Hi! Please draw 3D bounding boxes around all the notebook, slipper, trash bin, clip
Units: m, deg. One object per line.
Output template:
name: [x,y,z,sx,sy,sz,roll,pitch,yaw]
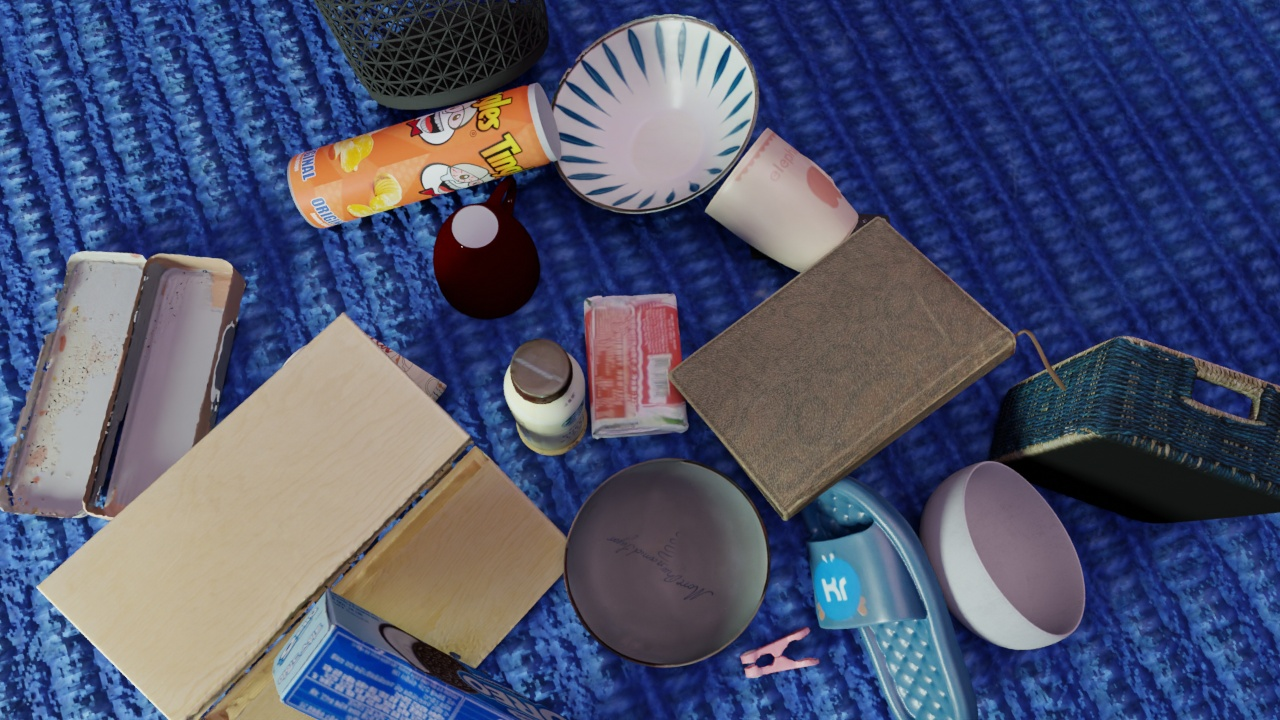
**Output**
notebook: [0.158,0.013,0.668,0.215,0.034,0.190,-36,61,-5]
slipper: [0.171,0.179,0.657,0.059,0.104,0.213,-18,79,-31]
trash bin: [-0.180,-0.342,0.699,0.217,0.243,0.216,-9,43,8]
clip: [0.102,0.217,0.688,0.057,0.022,0.035,-15,78,-5]

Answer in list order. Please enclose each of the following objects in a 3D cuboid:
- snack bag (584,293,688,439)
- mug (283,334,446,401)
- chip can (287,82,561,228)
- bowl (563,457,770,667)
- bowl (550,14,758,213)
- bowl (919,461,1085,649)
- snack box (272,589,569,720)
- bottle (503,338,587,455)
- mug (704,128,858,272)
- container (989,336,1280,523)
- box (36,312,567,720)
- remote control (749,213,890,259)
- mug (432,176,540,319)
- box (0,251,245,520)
snack bag: [-0.004,0.004,0.738,0.077,0.036,0.115,-4,74,-3]
mug: [-0.218,0.030,0.686,0.081,0.122,0.097,27,80,36]
chip can: [-0.173,-0.163,0.740,0.210,0.062,0.062,-14,74,10]
bowl: [0.019,0.150,0.685,0.150,0.057,0.150,0,74,-2]
bowl: [0.016,-0.192,0.769,0.177,0.071,0.177,-5,73,16]
bowl: [0.257,0.147,0.676,0.131,0.065,0.131,22,49,-28]
snack box: [-0.124,0.231,0.596,0.226,0.059,0.059,39,82,-24]
bottle: [-0.067,0.027,0.663,0.056,0.162,0.056,1,73,-3]
mug: [0.124,-0.132,0.754,0.104,0.085,0.111,39,47,0]
container: [0.357,0.059,0.657,0.145,0.187,0.071,20,77,3]
box: [-0.203,0.142,0.623,0.247,0.097,0.261,-46,112,-13]
remote control: [0.154,-0.104,0.789,0.124,0.010,0.039,-5,74,-4]
mug: [-0.122,-0.100,0.737,0.087,0.088,0.114,17,74,3]
box: [-0.407,0.017,0.720,0.148,0.043,0.216,6,74,-5]
